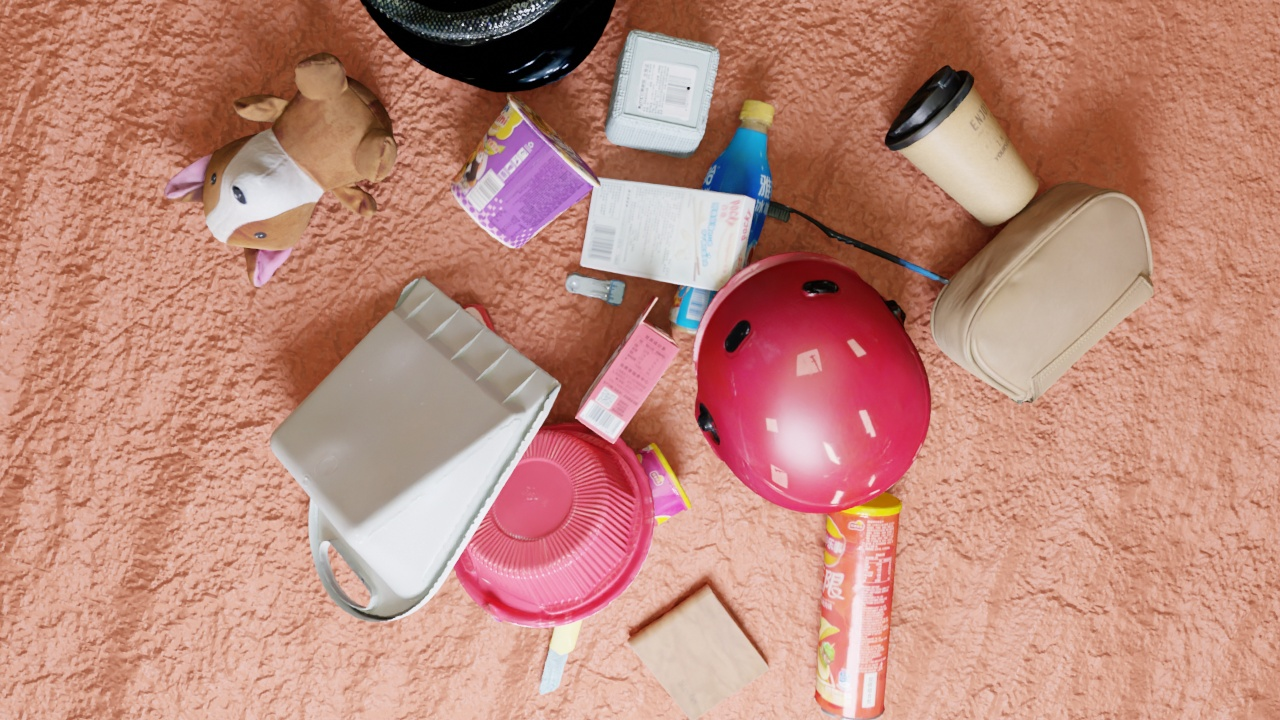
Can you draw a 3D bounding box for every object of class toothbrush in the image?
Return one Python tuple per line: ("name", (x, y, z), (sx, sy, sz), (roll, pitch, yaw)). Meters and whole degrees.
("toothbrush", (0.197, -0.109, 0.855), (0.189, 0.014, 0.016), (26, 96, 12))

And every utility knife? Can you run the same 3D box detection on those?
("utility knife", (-0.069, 0.241, 0.911), (0.031, 0.020, 0.196), (14, 89, -2))

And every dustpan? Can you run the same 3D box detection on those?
("dustpan", (-0.209, 0.094, 0.826), (0.257, 0.143, 0.223), (-43, 53, -16))

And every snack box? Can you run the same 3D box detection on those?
("snack box", (-0.005, 0.005, 0.836), (0.044, 0.113, 0.127), (35, 95, -3))
("snack box", (0.021, -0.114, 0.826), (0.157, 0.026, 0.085), (13, 96, 29))

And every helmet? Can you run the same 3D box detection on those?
("helmet", (0.158, 0.036, 0.796), (0.207, 0.144, 0.240), (-30, 129, 1))
("helmet", (-0.119, -0.353, 0.732), (0.233, 0.230, 0.274), (9, 75, 3))

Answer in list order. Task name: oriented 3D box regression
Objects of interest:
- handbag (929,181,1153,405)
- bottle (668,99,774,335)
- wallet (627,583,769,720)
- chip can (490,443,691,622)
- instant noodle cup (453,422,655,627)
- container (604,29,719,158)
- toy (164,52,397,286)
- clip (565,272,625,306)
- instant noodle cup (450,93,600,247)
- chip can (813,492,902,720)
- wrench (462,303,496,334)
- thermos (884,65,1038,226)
("handbag", (0.371, -0.063, 0.852), (0.204, 0.099, 0.148), (-42, 115, 3))
("bottle", (0.081, -0.129, 0.848), (0.065, 0.065, 0.219), (13, 96, -4))
("wallet", (0.060, 0.296, 0.924), (0.101, 0.020, 0.115), (-36, 100, 4))
("chip can", (-0.059, 0.162, 0.863), (0.210, 0.071, 0.071), (-31, 97, -5))
("instant noodle cup", (-0.087, 0.131, 0.807), (0.194, 0.066, 0.193), (-6, 60, 10))
("container", (0.018, -0.234, 0.807), (0.090, 0.111, 0.090), (11, 97, -3))
("toy", (-0.309, -0.165, 0.805), (0.200, 0.130, 0.140), (-32, 103, 11))
("clip", (-0.044, -0.069, 0.874), (0.058, 0.038, 0.026), (12, 98, -5))
("instant noodle cup", (-0.107, -0.162, 0.820), (0.111, 0.111, 0.099), (44, 103, -7))
("chip can", (0.212, 0.236, 0.895), (0.073, 0.073, 0.216), (1, 97, -3))
("wrench", (-0.125, 0.077, 0.890), (0.056, 0.016, 0.273), (-15, 98, -5))
("thermos", (0.294, -0.193, 0.839), (0.143, 0.093, 0.093), (42, 94, -14))
